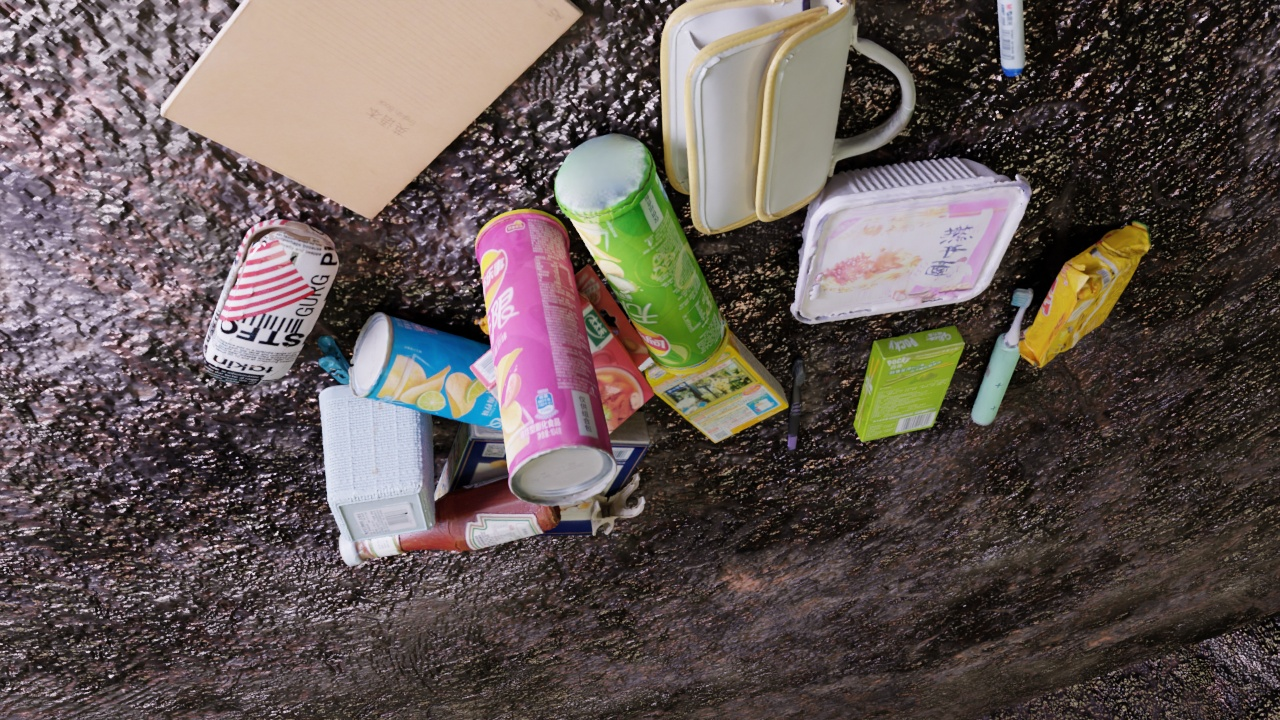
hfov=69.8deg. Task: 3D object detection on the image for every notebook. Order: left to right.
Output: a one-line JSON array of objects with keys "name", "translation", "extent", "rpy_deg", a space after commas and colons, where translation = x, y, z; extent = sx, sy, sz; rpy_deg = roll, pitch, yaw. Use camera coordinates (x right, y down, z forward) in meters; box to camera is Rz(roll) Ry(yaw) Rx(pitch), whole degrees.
[{"name": "notebook", "translation": [-0.159, -0.179, 0.546], "extent": [0.212, 0.012, 0.149], "rpy_deg": [-35, 140, 26]}]

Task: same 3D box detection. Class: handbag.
[{"name": "handbag", "translation": [0.107, -0.168, 0.616], "extent": [0.178, 0.063, 0.164], "rpy_deg": [-15, 146, -6]}]

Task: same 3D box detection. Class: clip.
[{"name": "clip", "translation": [-0.248, 0.003, 0.749], "extent": [0.015, 0.049, 0.057], "rpy_deg": [-17, 153, -1]}, {"name": "clip", "translation": [-0.041, 0.147, 0.924], "extent": [0.094, 0.035, 0.103], "rpy_deg": [12, 143, -38]}]

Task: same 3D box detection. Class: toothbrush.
[{"name": "toothbrush", "translation": [0.163, 0.055, 0.963], "extent": [0.014, 0.016, 0.189], "rpy_deg": [-13, 145, -3]}, {"name": "toothbrush", "translation": [0.377, -0.001, 0.953], "extent": [0.027, 0.026, 0.225], "rpy_deg": [5, 145, 10]}]

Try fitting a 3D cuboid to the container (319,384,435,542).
[{"name": "container", "translation": [-0.224, 0.088, 0.791], "extent": [0.090, 0.111, 0.090], "rpy_deg": [-7, 143, -10]}]

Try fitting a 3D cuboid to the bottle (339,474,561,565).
[{"name": "bottle", "translation": [-0.179, 0.152, 0.862], "extent": [0.206, 0.059, 0.060], "rpy_deg": [-14, 144, 3]}]

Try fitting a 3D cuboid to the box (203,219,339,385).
[{"name": "box", "translation": [-0.269, -0.034, 0.663], "extent": [0.071, 0.059, 0.165], "rpy_deg": [23, 132, -19]}]

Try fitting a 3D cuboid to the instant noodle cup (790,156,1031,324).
[{"name": "instant noodle cup", "translation": [0.203, -0.102, 0.731], "extent": [0.173, 0.060, 0.138], "rpy_deg": [-10, 143, -9]}]

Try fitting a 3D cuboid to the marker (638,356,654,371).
[{"name": "marker", "translation": [-0.005, 0.005, 0.837], "extent": [0.145, 0.017, 0.017], "rpy_deg": [-33, 140, 23]}]

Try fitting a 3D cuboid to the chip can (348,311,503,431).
[{"name": "chip can", "translation": [-0.130, 0.021, 0.769], "extent": [0.210, 0.071, 0.071], "rpy_deg": [18, 133, -36]}]

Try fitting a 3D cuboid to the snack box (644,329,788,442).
[{"name": "snack box", "translation": [0.074, 0.025, 0.878], "extent": [0.087, 0.033, 0.140], "rpy_deg": [-28, 143, 18]}]

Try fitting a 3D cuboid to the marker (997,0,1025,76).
[{"name": "marker", "translation": [0.239, -0.242, 0.594], "extent": [0.017, 0.016, 0.146], "rpy_deg": [-22, 143, 10]}]

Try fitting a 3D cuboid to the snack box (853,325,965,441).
[{"name": "snack box", "translation": [0.276, 0.027, 0.954], "extent": [0.086, 0.026, 0.157], "rpy_deg": [-12, 144, -4]}]

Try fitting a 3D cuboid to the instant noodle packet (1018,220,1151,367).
[{"name": "instant noodle packet", "translation": [0.410, -0.060, 0.853], "extent": [0.110, 0.044, 0.129], "rpy_deg": [-32, 151, -23]}]

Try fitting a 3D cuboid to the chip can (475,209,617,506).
[{"name": "chip can", "translation": [-0.069, -0.007, 0.635], "extent": [0.071, 0.210, 0.071], "rpy_deg": [-9, 144, -7]}]

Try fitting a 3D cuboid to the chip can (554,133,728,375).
[{"name": "chip can", "translation": [0.006, -0.073, 0.691], "extent": [0.073, 0.072, 0.221], "rpy_deg": [-21, 143, 8]}]

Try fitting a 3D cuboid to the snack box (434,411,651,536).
[{"name": "snack box", "translation": [-0.105, 0.115, 0.924], "extent": [0.177, 0.045, 0.183], "rpy_deg": [4, 140, -24]}]

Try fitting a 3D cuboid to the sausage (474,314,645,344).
[{"name": "sausage", "translation": [-0.060, -0.023, 0.777], "extent": [0.165, 0.021, 0.022], "rpy_deg": [7, 138, -26]}]

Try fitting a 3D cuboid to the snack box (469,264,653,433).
[{"name": "snack box", "translation": [-0.052, 0.008, 0.737], "extent": [0.127, 0.044, 0.113], "rpy_deg": [-42, 127, -8]}]
